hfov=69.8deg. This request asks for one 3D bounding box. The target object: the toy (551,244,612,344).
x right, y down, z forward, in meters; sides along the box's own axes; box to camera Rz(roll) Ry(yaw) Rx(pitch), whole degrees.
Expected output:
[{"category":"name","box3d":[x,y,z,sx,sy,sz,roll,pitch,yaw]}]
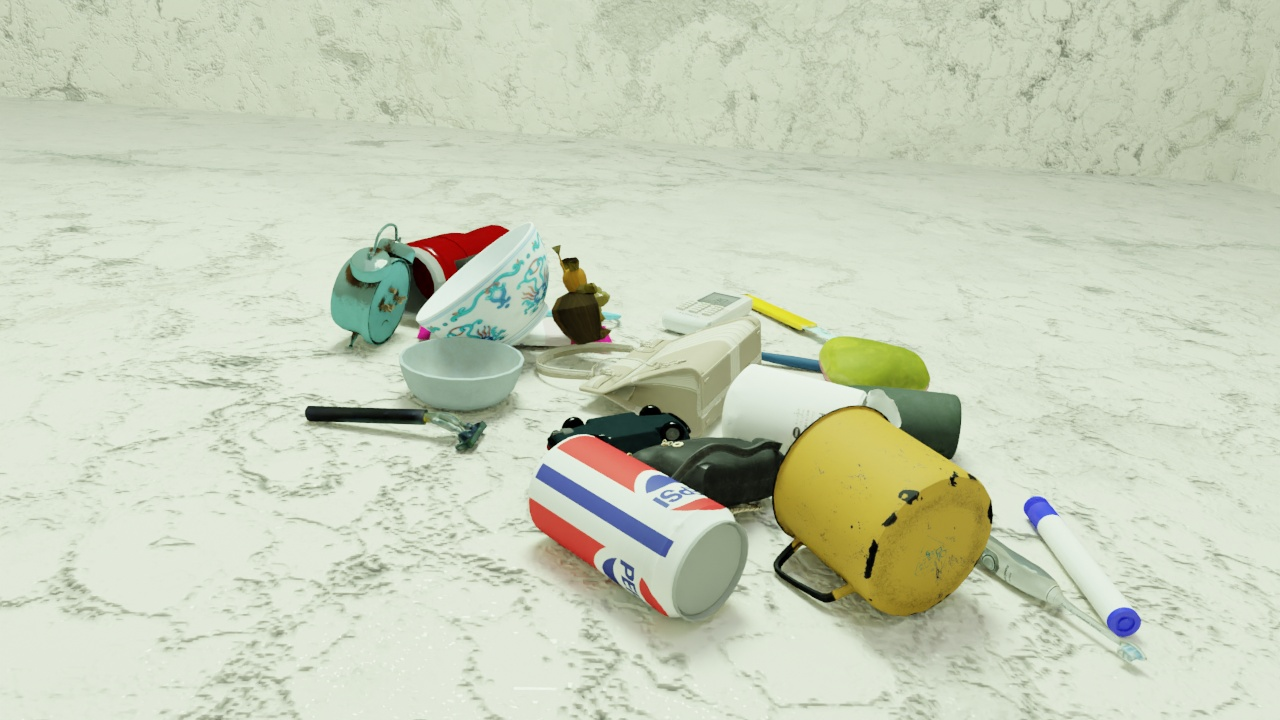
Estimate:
[{"category":"toy","box3d":[-0.061,-0.065,0.891,0.062,0.100,0.076,-21,12,-19]}]

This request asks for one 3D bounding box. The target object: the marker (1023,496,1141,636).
[{"category":"marker","box3d":[0.290,0.132,0.608,0.020,0.020,0.141,5,20,0]}]

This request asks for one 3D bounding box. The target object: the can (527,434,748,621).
[{"category":"can","box3d":[-0.005,0.099,0.557,0.070,0.070,0.132,-14,27,-42]}]

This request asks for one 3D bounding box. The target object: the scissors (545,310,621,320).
[{"category":"scissors","box3d":[-0.075,-0.051,0.998,0.111,0.015,0.140,4,0,12]}]

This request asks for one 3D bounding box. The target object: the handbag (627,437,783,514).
[{"category":"handbag","box3d":[0.046,0.074,0.645,0.079,0.054,0.128,13,9,38]}]

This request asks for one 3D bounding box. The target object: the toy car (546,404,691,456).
[{"category":"toy car","box3d":[-0.016,0.061,0.709,0.112,0.034,0.046,-7,23,-28]}]

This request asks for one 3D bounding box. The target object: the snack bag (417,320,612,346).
[{"category":"snack bag","box3d":[-0.130,-0.029,0.956,0.196,0.016,0.070,1,16,-10]}]

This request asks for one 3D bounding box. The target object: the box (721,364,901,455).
[{"category":"box","box3d":[0.139,0.051,0.714,0.143,0.080,0.089,14,4,20]}]

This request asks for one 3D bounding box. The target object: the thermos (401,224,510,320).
[{"category":"thermos","box3d":[-0.201,-0.107,1.044,0.108,0.084,0.198,-12,11,23]}]

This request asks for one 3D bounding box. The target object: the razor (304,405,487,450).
[{"category":"razor","box3d":[-0.196,0.047,0.727,0.144,0.022,0.042,6,19,5]}]

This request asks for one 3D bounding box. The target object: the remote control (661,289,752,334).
[{"category":"remote control","box3d":[0.079,-0.056,1.064,0.060,0.025,0.138,15,22,25]}]

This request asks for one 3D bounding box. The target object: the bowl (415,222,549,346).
[{"category":"bowl","box3d":[-0.136,-0.059,0.885,0.144,0.074,0.143,-35,19,14]}]

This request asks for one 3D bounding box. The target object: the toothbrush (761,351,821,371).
[{"category":"toothbrush","box3d":[0.127,-0.003,0.946,0.168,0.014,0.014,10,54,7]}]

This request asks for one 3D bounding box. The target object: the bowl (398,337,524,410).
[{"category":"bowl","box3d":[-0.155,0.015,0.796,0.106,0.039,0.106,4,20,-2]}]

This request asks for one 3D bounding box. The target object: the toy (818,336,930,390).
[{"category":"toy","box3d":[0.227,0.010,0.882,0.110,0.051,0.090,6,22,-3]}]

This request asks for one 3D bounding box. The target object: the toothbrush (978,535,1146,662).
[{"category":"toothbrush","box3d":[0.240,0.135,0.588,0.024,0.022,0.185,-9,25,-27]}]

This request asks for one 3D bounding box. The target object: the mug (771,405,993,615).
[{"category":"mug","box3d":[0.141,0.101,0.565,0.123,0.100,0.094,-42,35,-5]}]

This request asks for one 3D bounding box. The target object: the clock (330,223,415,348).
[{"category":"clock","box3d":[-0.260,-0.075,0.898,0.053,0.124,0.089,17,21,5]}]

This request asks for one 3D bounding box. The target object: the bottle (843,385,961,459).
[{"category":"bottle","box3d":[0.174,0.046,0.769,0.174,0.055,0.055,7,20,9]}]

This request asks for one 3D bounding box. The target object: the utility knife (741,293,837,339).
[{"category":"utility knife","box3d":[0.178,-0.048,1.078,0.030,0.019,0.224,-12,21,-25]}]

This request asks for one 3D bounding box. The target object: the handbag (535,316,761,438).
[{"category":"handbag","box3d":[-0.005,0.005,0.863,0.198,0.062,0.175,4,18,23]}]
